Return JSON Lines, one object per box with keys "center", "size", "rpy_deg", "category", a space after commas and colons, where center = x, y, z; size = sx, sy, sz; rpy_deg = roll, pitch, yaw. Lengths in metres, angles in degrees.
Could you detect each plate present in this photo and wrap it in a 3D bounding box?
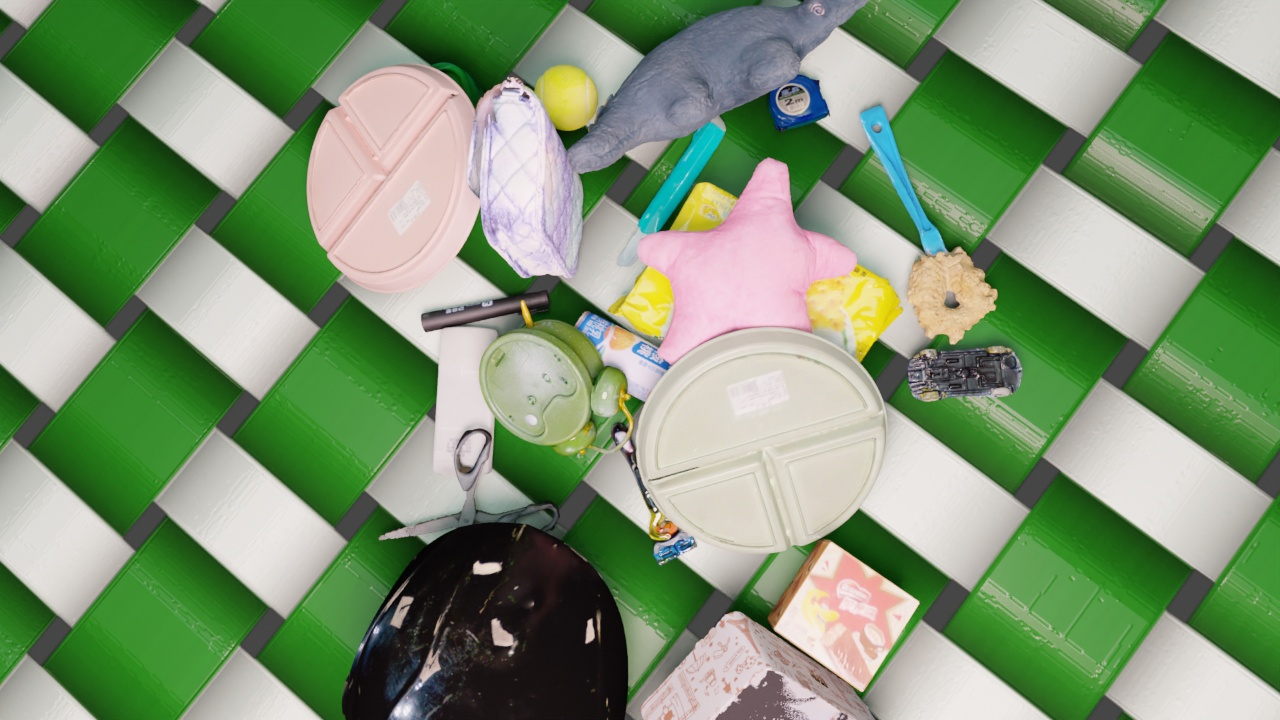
{"center": [-0.250, -0.182, 0.907], "size": [0.230, 0.028, 0.229], "rpy_deg": [-1, 88, 29], "category": "plate"}
{"center": [0.111, 0.080, 0.827], "size": [0.230, 0.027, 0.230], "rpy_deg": [-1, 113, -2], "category": "plate"}

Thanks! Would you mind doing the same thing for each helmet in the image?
{"center": [-0.127, 0.273, 0.772], "size": [0.233, 0.231, 0.273], "rpy_deg": [12, 43, 6], "category": "helmet"}

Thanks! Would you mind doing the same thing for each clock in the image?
{"center": [-0.077, 0.028, 0.869], "size": [0.161, 0.056, 0.116], "rpy_deg": [41, 126, 2], "category": "clock"}

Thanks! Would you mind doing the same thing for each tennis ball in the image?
{"center": [-0.076, -0.268, 0.936], "size": [0.065, 0.065, 0.065], "rpy_deg": [-1, 81, 4], "category": "tennis ball"}

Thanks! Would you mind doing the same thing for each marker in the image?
{"center": [-0.157, -0.049, 0.932], "size": [0.132, 0.020, 0.022], "rpy_deg": [-11, 104, 2], "category": "marker"}

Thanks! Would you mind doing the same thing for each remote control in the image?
{"center": [-0.174, 0.041, 0.916], "size": [0.058, 0.021, 0.150], "rpy_deg": [2, 81, -1], "category": "remote control"}

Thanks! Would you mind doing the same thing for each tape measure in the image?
{"center": [0.158, -0.264, 0.938], "size": [0.058, 0.025, 0.054], "rpy_deg": [-17, 78, -2], "category": "tape measure"}

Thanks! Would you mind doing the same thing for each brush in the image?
{"center": [0.274, -0.137, 0.905], "size": [0.083, 0.046, 0.254], "rpy_deg": [-20, 76, 5], "category": "brush"}

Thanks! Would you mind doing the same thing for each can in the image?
{"center": [-0.005, 0.005, 0.893], "size": [0.134, 0.053, 0.053], "rpy_deg": [28, 84, 8], "category": "can"}

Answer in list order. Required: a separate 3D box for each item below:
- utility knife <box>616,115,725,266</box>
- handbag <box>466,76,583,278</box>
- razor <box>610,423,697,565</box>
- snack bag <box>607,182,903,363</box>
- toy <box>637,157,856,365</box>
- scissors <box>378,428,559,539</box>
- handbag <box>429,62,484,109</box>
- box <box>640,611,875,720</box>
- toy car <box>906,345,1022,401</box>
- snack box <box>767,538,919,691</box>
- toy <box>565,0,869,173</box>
{"center": [0.032, -0.174, 0.939], "size": [0.029, 0.013, 0.193], "rpy_deg": [32, 83, 10], "category": "utility knife"}
{"center": [-0.103, -0.157, 0.855], "size": [0.075, 0.194, 0.134], "rpy_deg": [1, 80, 6], "category": "handbag"}
{"center": [0.006, 0.125, 0.889], "size": [0.042, 0.022, 0.142], "rpy_deg": [-25, 79, -2], "category": "razor"}
{"center": [0.112, -0.053, 0.886], "size": [0.246, 0.068, 0.158], "rpy_deg": [30, 84, 9], "category": "snack bag"}
{"center": [0.093, -0.064, 0.820], "size": [0.194, 0.074, 0.178], "rpy_deg": [-34, 91, 1], "category": "toy"}
{"center": [-0.163, 0.155, 0.892], "size": [0.159, 0.014, 0.177], "rpy_deg": [19, 95, -3], "category": "scissors"}
{"center": [-0.208, -0.231, 0.945], "size": [0.120, 0.068, 0.131], "rpy_deg": [-16, 82, 13], "category": "handbag"}
{"center": [0.065, 0.365, 0.775], "size": [0.178, 0.088, 0.262], "rpy_deg": [37, 95, -25], "category": "box"}
{"center": [0.309, 0.013, 0.878], "size": [0.105, 0.031, 0.049], "rpy_deg": [-3, 81, 5], "category": "toy car"}
{"center": [0.181, 0.227, 0.830], "size": [0.093, 0.077, 0.094], "rpy_deg": [34, 84, 9], "category": "snack box"}
{"center": [0.071, -0.282, 0.896], "size": [0.356, 0.138, 0.091], "rpy_deg": [-32, 115, -7], "category": "toy"}
